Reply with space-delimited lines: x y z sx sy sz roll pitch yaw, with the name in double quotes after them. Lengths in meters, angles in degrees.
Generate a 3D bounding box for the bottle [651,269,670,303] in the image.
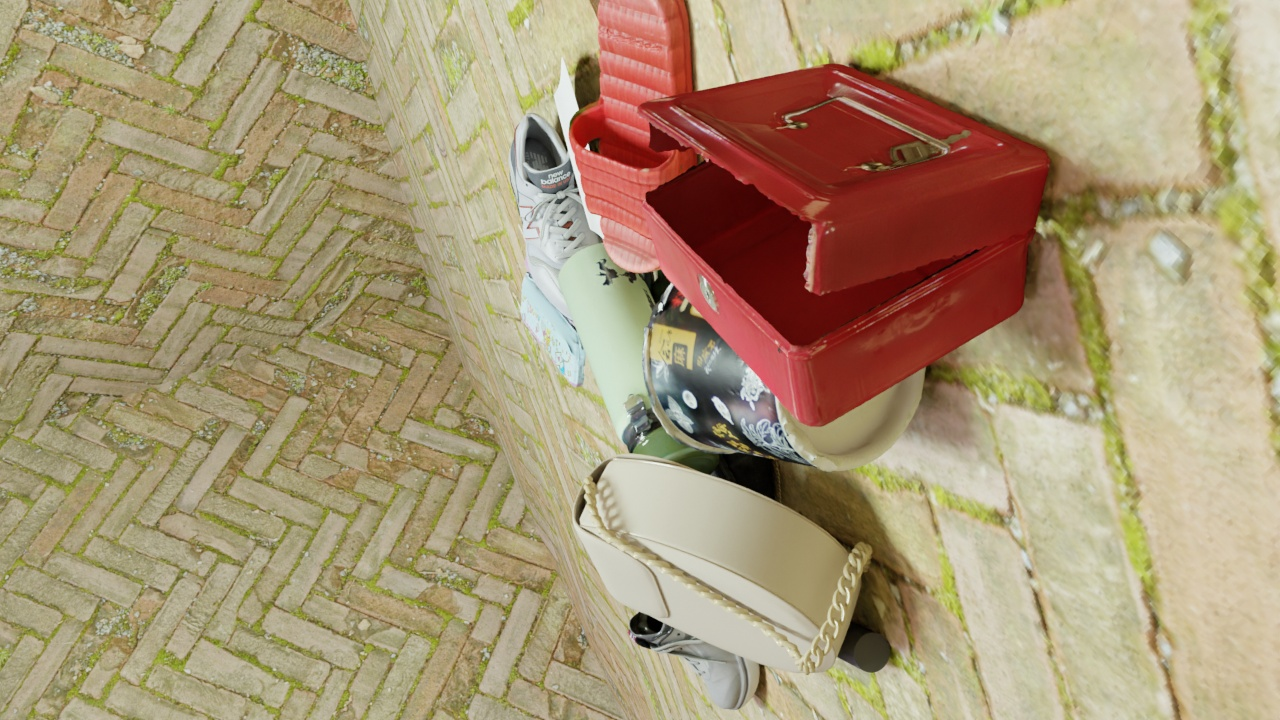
0.024 -0.057 0.843 0.025 0.025 0.106 -130 24 -51 "bottle"

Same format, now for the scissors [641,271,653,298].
0.009 -0.029 0.924 0.123 0.019 0.148 -169 70 -70 "scissors"

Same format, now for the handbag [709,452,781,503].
0.083 0.106 0.800 0.079 0.054 0.129 44 154 53 "handbag"

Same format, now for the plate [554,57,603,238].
-0.057 -0.189 0.871 0.188 0.016 0.188 160 95 -89 "plate"

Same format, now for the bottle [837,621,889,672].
0.159 0.222 0.740 0.113 0.030 0.030 164 85 -75 "bottle"

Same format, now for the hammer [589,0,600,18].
-0.082 -0.397 0.748 0.323 0.033 0.115 65 163 12 "hammer"

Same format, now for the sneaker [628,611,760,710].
0.054 0.309 1.037 0.097 0.128 0.263 43 152 60 "sneaker"

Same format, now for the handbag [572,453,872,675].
0.055 0.165 0.695 0.209 0.103 0.211 18 152 20 "handbag"

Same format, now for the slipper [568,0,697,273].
-0.009 -0.163 0.694 0.103 0.059 0.249 32 140 29 "slipper"

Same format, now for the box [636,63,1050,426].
0.086 -0.063 0.430 0.157 0.134 0.110 -128 23 -49 "box"

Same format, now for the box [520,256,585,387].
-0.100 -0.075 1.132 0.214 0.034 0.151 47 130 54 "box"

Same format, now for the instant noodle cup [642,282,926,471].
0.086 -0.002 0.523 0.112 0.137 0.137 17 127 59 "instant noodle cup"

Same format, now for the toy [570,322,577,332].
-0.076 -0.048 1.168 0.054 0.042 0.101 33 -162 -32 "toy"

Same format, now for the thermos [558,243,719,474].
-0.005 0.005 0.792 0.082 0.082 0.231 92 159 -56 "thermos"

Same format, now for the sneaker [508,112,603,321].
-0.092 -0.164 0.983 0.124 0.088 0.239 95 153 -65 "sneaker"
